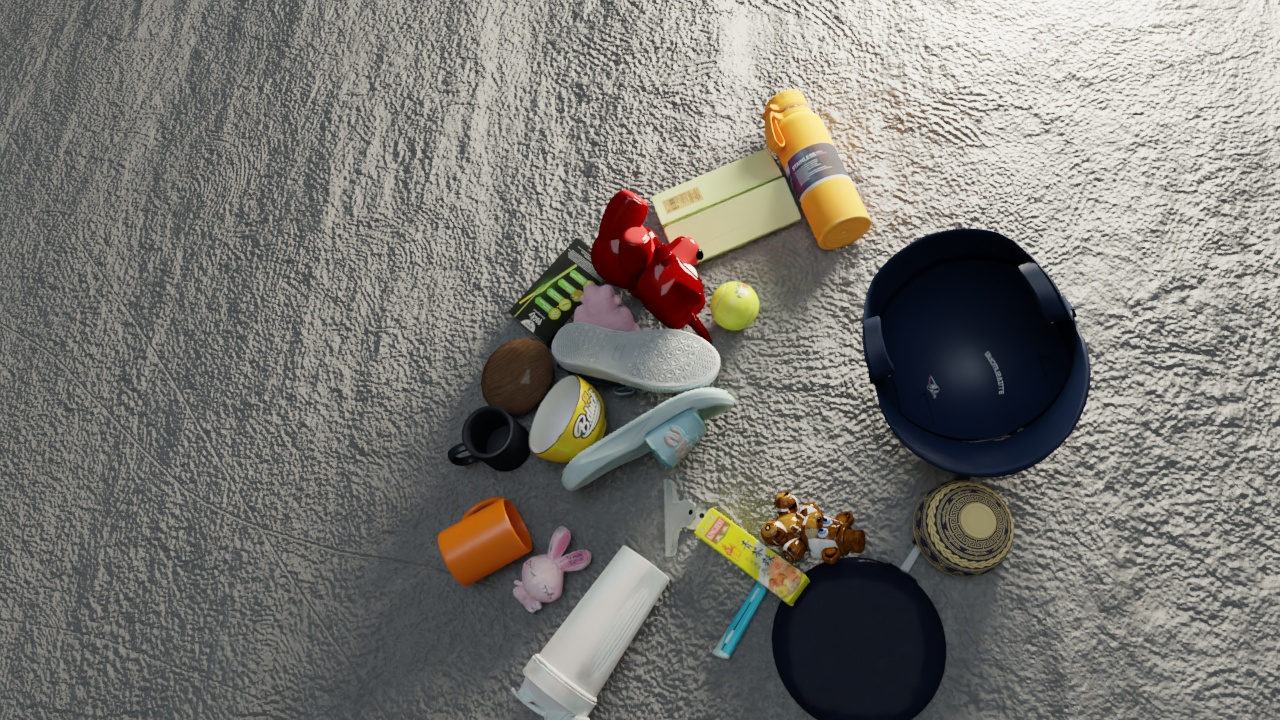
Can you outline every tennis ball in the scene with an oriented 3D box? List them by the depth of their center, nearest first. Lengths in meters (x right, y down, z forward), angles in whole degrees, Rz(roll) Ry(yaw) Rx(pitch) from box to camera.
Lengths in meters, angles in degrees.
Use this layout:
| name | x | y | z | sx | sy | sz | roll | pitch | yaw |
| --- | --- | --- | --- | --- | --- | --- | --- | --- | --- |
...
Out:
| name | x | y | z | sx | sy | sz | roll | pitch | yaw |
| --- | --- | --- | --- | --- | --- | --- | --- | --- | --- |
| tennis ball | 0.126 | -0.073 | 1.231 | 0.065 | 0.065 | 0.065 | -4 | 69 | 12 |

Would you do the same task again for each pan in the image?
| name | x | y | z | sx | sy | sz | roll | pitch | yaw |
| --- | --- | --- | --- | --- | --- | --- | --- | --- | --- |
| pan | 0.300 | 0.268 | 1.089 | 0.199 | 0.021 | 0.356 | 32 | 79 | 22 |

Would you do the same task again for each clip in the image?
| name | x | y | z | sx | sy | sz | roll | pitch | yaw |
| --- | --- | --- | --- | --- | --- | --- | --- | --- | --- |
| clip | 0.057 | 0.199 | 1.174 | 0.054 | 0.040 | 0.101 | -13 | 67 | 29 |

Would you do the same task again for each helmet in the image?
| name | x | y | z | sx | sy | sz | roll | pitch | yaw |
| --- | --- | --- | --- | --- | --- | --- | --- | --- | --- |
| helmet | 0.385 | 0.006 | 1.054 | 0.233 | 0.223 | 0.271 | -20 | 56 | 21 |

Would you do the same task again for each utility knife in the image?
| name | x | y | z | sx | sy | sz | roll | pitch | yaw |
| --- | --- | --- | --- | --- | --- | --- | --- | --- | --- |
| utility knife | 0.127 | 0.308 | 1.117 | 0.022 | 0.015 | 0.123 | 20 | 73 | 43 |

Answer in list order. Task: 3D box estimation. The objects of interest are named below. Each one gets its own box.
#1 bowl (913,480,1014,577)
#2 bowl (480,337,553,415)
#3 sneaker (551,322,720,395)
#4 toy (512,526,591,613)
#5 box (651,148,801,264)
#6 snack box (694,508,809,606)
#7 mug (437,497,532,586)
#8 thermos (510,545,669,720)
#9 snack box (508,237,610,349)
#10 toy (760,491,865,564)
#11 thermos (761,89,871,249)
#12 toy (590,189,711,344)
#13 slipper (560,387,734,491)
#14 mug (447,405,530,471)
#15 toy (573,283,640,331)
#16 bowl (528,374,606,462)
| name | x | y | z | sx | sy | sz | roll | pitch | yaw |
| --- | --- | --- | --- | --- | --- | --- | --- | --- | --- |
| bowl | 0.380 | 0.190 | 1.062 | 0.112 | 0.061 | 0.112 | 0 | 71 | 0 |
| bowl | -0.178 | 0.018 | 1.273 | 0.118 | 0.030 | 0.117 | -12 | 63 | 24 |
| sneaker | -0.007 | 0.007 | 1.222 | 0.236 | 0.087 | 0.089 | 10 | 64 | 18 |
| toy | -0.116 | 0.269 | 1.172 | 0.063 | 0.047 | 0.110 | 40 | 80 | 14 |
| box | 0.118 | -0.219 | 1.303 | 0.188 | 0.047 | 0.140 | -21 | 64 | 6 |
| snack box | 0.135 | 0.239 | 1.122 | 0.148 | 0.029 | 0.040 | 33 | 80 | 30 |
| mug | -0.205 | 0.225 | 1.201 | 0.096 | 0.078 | 0.112 | -29 | 38 | 1 |
| thermos | -0.054 | 0.335 | 1.108 | 0.099 | 0.099 | 0.220 | 32 | 77 | 22 |
| snack box | -0.110 | -0.097 | 1.318 | 0.080 | 0.025 | 0.147 | 39 | 83 | 23 |
| toy | 0.211 | 0.207 | 1.105 | 0.113 | 0.067 | 0.087 | 1 | 41 | 34 |
| thermos | 0.235 | -0.271 | 1.266 | 0.076 | 0.091 | 0.232 | -30 | 64 | 24 |
| toy | 0.025 | -0.120 | 1.224 | 0.120 | 0.158 | 0.197 | -41 | 67 | -11 |
| slipper | 0.014 | 0.111 | 1.173 | 0.245 | 0.104 | 0.074 | -29 | 78 | 1 |
| mug | -0.208 | 0.113 | 1.234 | 0.105 | 0.077 | 0.071 | -25 | 66 | 3 |
| toy | -0.052 | -0.066 | 1.260 | 0.099 | 0.096 | 0.052 | 3 | 40 | 15 |
| bowl | -0.088 | 0.085 | 1.212 | 0.118 | 0.067 | 0.117 | -42 | 31 | 31 |
